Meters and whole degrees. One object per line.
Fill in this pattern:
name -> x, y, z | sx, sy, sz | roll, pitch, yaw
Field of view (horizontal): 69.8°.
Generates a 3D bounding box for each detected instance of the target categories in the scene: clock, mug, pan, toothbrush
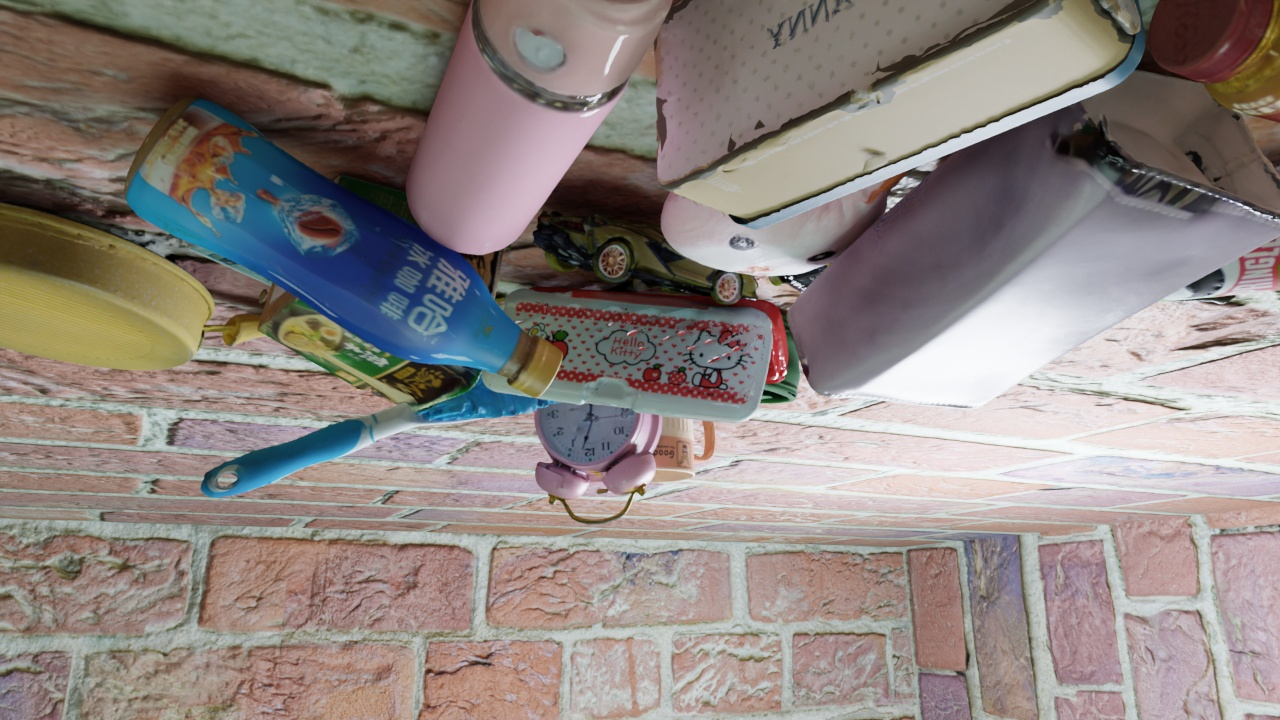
clock -> -0.041, 0.070, 0.841 | 0.117, 0.158, 0.060 | -5, 166, 12
mug -> 0.024, 0.065, 0.916 | 0.114, 0.105, 0.082 | 8, 162, -28
pan -> -0.337, -0.036, 0.665 | 0.198, 0.078, 0.357 | -11, 155, 40
toothbrush -> 0.012, -0.057, 0.661 | 0.186, 0.012, 0.017 | -13, 166, 36

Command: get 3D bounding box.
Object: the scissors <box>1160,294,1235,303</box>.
scissors -> 0.287, -0.042, 0.645 | 0.222, 0.015, 0.189 | -11, -168, -35

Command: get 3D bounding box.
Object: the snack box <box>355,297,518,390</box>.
snack box -> -0.166, -0.012, 0.728 | 0.086, 0.033, 0.141 | -13, 177, -38

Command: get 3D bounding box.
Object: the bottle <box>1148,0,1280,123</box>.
bottle -> 0.286, -0.121, 0.369 | 0.174, 0.057, 0.058 | 5, 163, -19

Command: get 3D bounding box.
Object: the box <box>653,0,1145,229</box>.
box -> 0.075, -0.113, 0.334 | 0.061, 0.089, 0.185 | 11, 163, -39

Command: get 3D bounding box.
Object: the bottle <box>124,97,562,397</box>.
bottle -> -0.138, -0.045, 0.463 | 0.218, 0.065, 0.065 | 32, 153, -18

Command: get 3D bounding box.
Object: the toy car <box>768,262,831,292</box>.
toy car -> 0.123, -0.061, 0.614 | 0.049, 0.031, 0.106 | -14, 162, 37

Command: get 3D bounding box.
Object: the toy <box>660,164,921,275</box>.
toy -> 0.082, -0.091, 0.483 | 0.121, 0.054, 0.160 | 4, 156, -22

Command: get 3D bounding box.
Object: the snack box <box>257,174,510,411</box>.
snack box -> -0.155, -0.043, 0.545 | 0.105, 0.118, 0.118 | 23, 153, -34

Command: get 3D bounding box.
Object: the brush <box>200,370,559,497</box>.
brush -> -0.171, 0.040, 0.716 | 0.313, 0.060, 0.110 | -21, -177, -39

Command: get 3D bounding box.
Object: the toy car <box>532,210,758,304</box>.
toy car -> 0.007, -0.063, 0.570 | 0.158, 0.042, 0.070 | 11, -176, -36

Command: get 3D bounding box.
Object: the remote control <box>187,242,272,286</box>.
remote control -> -0.232, -0.063, 0.617 | 0.056, 0.019, 0.135 | -7, 163, 20

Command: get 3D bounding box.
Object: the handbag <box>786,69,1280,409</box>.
handbag -> 0.186, -0.055, 0.466 | 0.144, 0.098, 0.198 | -3, 153, -33

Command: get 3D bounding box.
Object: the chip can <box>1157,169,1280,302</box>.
chip can -> 0.365, -0.074, 0.510 | 0.236, 0.072, 0.072 | -6, 163, 17

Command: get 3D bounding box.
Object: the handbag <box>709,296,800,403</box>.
handbag -> 0.063, -0.005, 0.764 | 0.120, 0.068, 0.131 | -5, 166, 43

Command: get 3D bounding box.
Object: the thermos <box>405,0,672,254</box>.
thermos -> -0.057, -0.114, 0.378 | 0.087, 0.067, 0.199 | 33, 156, -10

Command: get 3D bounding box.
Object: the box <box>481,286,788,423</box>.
box -> -0.005, 0.004, 0.646 | 0.202, 0.101, 0.095 | 6, 144, 20
